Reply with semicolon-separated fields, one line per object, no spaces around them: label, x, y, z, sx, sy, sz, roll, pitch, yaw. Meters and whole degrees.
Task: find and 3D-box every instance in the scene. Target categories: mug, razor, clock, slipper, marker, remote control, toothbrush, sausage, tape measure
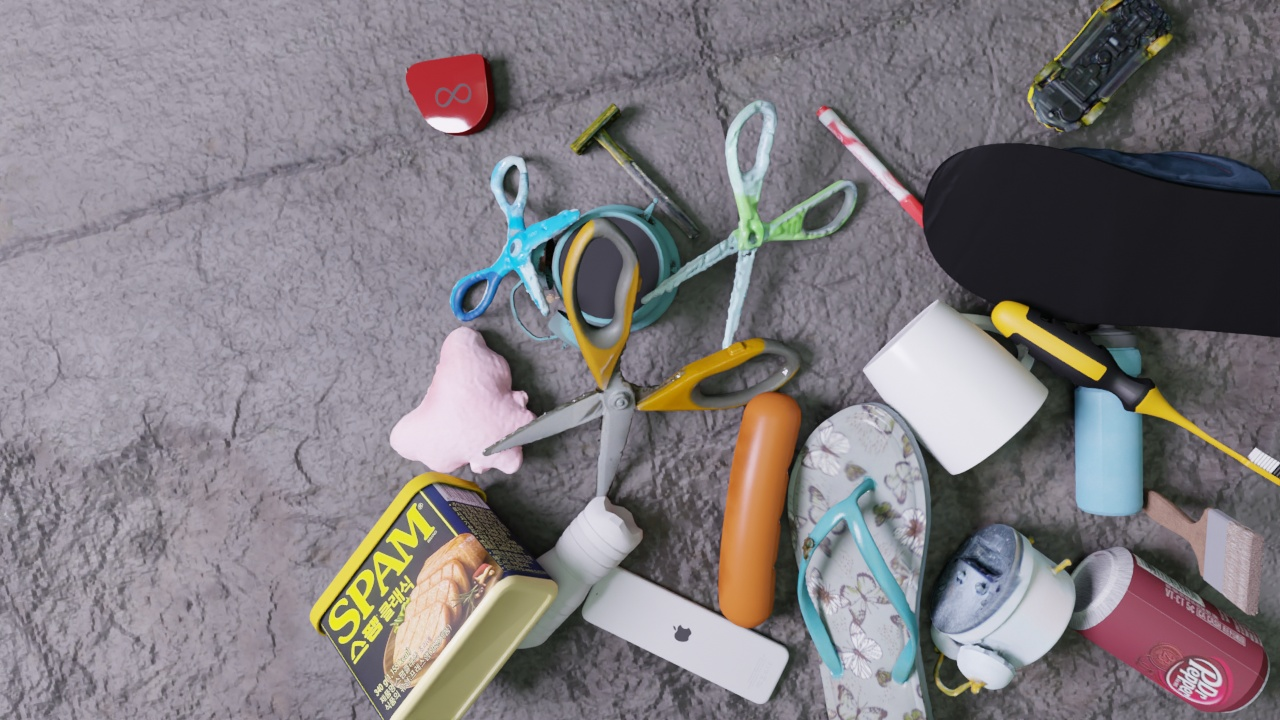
mug;0.211;0.005;0.602;0.087;0.081;0.114;46;64;7
razor;0.003;-0.124;0.632;0.042;0.026;0.106;-44;93;3
clock;-0.032;-0.056;0.621;0.124;0.053;0.090;-27;90;8
slipper;0.317;-0.082;0.586;0.266;0.083;0.109;11;118;15
marker;0.171;-0.120;0.624;0.013;0.012;0.142;-43;89;5
clock;0.227;0.166;0.600;0.057;0.083;0.117;34;94;-5
remote control;0.031;0.193;0.651;0.146;0.008;0.045;25;94;3
toothbrush;0.308;0.020;0.571;0.197;0.031;0.031;33;108;9
sausage;0.079;0.102;0.621;0.039;0.044;0.164;14;101;44
slipper;0.139;0.162;0.605;0.098;0.054;0.269;1;101;39
tape measure;-0.132;-0.183;0.639;0.059;0.019;0.051;-5;95;11

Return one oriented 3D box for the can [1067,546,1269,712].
can;0.341;0.176;0.601;0.114;0.063;0.063;33;94;2

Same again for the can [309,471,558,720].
can;-0.135;0.161;0.607;0.104;0.075;0.135;41;96;32

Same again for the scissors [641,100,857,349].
scissors;0.069;-0.087;0.600;0.171;0.024;0.166;-30;126;-16

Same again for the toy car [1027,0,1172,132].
toy car;0.299;-0.196;0.602;0.049;0.030;0.107;44;93;0

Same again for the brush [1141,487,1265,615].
brush;0.333;0.101;0.558;0.008;0.143;0.045;-1;101;5

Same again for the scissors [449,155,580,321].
scissors;-0.090;-0.072;0.620;0.140;0.011;0.134;-45;54;26

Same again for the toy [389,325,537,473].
toy;-0.115;0.036;0.633;0.093;0.050;0.102;27;91;5

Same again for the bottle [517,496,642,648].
bottle;-0.058;0.155;0.637;0.044;0.044;0.136;43;96;1

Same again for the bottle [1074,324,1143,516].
bottle;0.310;0.035;0.608;0.040;0.040;0.130;-2;93;4

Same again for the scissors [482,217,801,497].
scissors;-0.003;0.004;0.597;0.225;0.016;0.230;-19;127;-6
